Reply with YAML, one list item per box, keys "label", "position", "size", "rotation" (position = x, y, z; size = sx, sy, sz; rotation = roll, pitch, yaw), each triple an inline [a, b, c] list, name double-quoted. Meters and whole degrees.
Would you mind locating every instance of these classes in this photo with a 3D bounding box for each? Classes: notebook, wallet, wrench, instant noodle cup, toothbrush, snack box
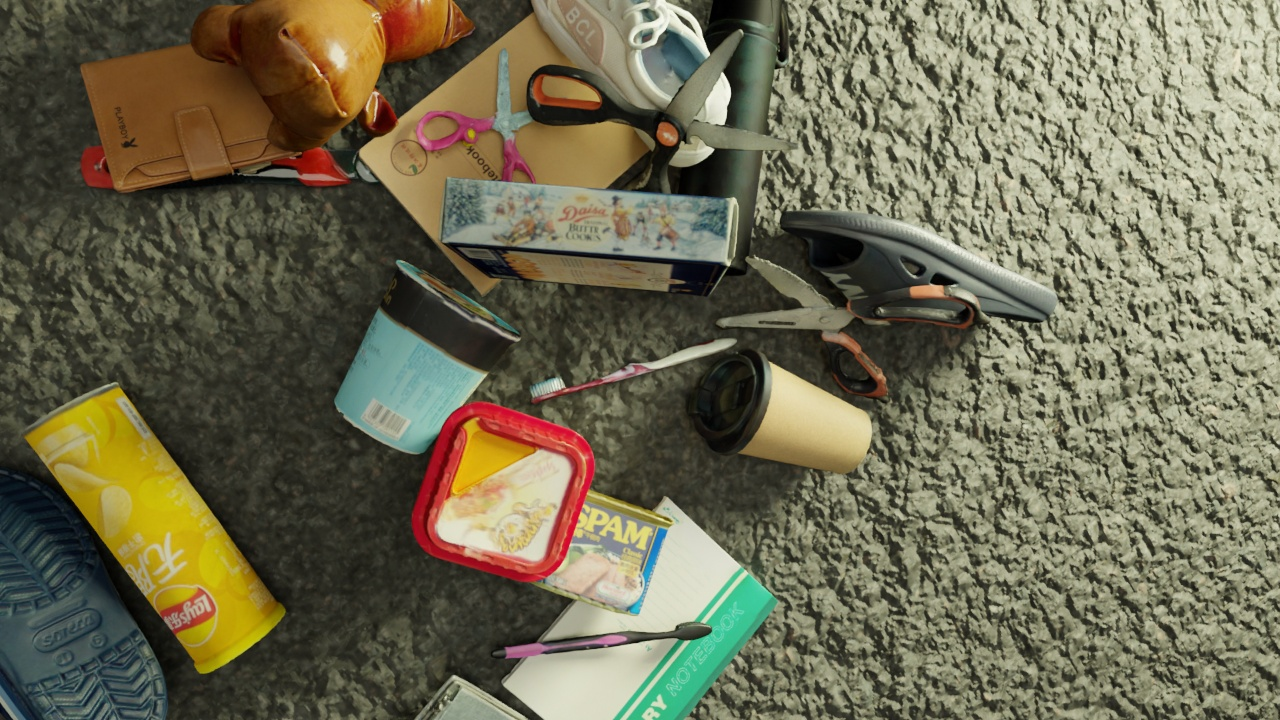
- label: "notebook"
  position: [-0.101, -0.175, 0.748]
  size: [0.207, 0.008, 0.148]
  rotation: [-43, 103, -14]
- label: "wallet"
  position: [-0.158, 0.329, 0.744]
  size: [0.106, 0.037, 0.129]
  rotation: [42, 83, -23]
- label: "wrench"
  position: [-0.278, -0.146, 0.708]
  size: [0.273, 0.016, 0.056]
  rotation: [1, 91, -15]
- label: "instant noodle cup"
  position: [-0.169, 0.002, 0.702]
  size: [0.111, 0.111, 0.120]
  rotation: [32, 92, -13]
- label: "toothbrush"
  position: [-0.031, 0.236, 0.774]
  size: [0.189, 0.018, 0.014]
  rotation: [-3, 92, -12]
- label: "toothbrush"
  position: [-0.005, 0.005, 0.784]
  size: [0.187, 0.016, 0.017]
  rotation: [-16, 86, -13]
- label: "snack box"
  position: [-0.032, -0.082, 0.646]
  size: [0.182, 0.178, 0.046]
  rotation: [4, 88, 0]
- label: "instant noodle cup"
  position: [-0.109, 0.095, 0.703]
  size: [0.116, 0.124, 0.116]
  rotation: [20, 86, -15]
- label: "notebook"
  position: [0.004, 0.244, 0.797]
  size: [0.150, 0.012, 0.209]
  rotation: [44, 81, -13]
- label: "wallet"
  position: [-0.329, -0.183, 0.676]
  size: [0.131, 0.031, 0.107]
  rotation: [-17, 81, -15]

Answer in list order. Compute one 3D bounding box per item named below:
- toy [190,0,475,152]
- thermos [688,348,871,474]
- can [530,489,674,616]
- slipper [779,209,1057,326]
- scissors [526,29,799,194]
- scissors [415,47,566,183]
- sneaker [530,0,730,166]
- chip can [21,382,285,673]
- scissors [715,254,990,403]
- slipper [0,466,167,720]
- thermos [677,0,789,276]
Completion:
- label: "toy"
  position: [-0.213, -0.243, 0.666]
  size: [0.199, 0.131, 0.140]
  rotation: [-55, 137, -26]
- label: "thermos"
  position: [0.122, 0.049, 0.785]
  size: [0.143, 0.093, 0.093]
  rotation: [20, 87, -23]
- label: "can"
  position: [-0.034, 0.154, 0.751]
  size: [0.102, 0.057, 0.083]
  rotation: [19, 84, -4]
- label: "slipper"
  position: [0.241, -0.062, 0.800]
  size: [0.268, 0.111, 0.083]
  rotation: [18, 90, -18]
- label: "scissors"
  position: [0.004, -0.166, 0.685]
  size: [0.232, 0.221, 0.021]
  rotation: [30, 51, 13]
- label: "scissors"
  position: [-0.109, -0.181, 0.733]
  size: [0.133, 0.017, 0.135]
  rotation: [-25, 96, -21]
- label: "sneaker"
  position: [-0.014, -0.266, 0.705]
  size: [0.089, 0.091, 0.242]
  rotation: [-31, 80, -17]
- label: "chip can"
  position: [-0.350, 0.122, 0.668]
  size: [0.072, 0.072, 0.213]
  rotation: [-33, 100, -12]
- label: "scissors"
  position: [0.176, -0.032, 0.773]
  size: [0.223, 0.189, 0.015]
  rotation: [38, 42, -31]
- label: "slipper"
  position: [-0.430, 0.181, 0.643]
  size: [0.253, 0.104, 0.095]
  rotation: [48, 122, 2]
- label: "thermos"
  position: [0.083, -0.194, 0.777]
  size: [0.089, 0.068, 0.242]
  rotation: [11, 89, -37]
